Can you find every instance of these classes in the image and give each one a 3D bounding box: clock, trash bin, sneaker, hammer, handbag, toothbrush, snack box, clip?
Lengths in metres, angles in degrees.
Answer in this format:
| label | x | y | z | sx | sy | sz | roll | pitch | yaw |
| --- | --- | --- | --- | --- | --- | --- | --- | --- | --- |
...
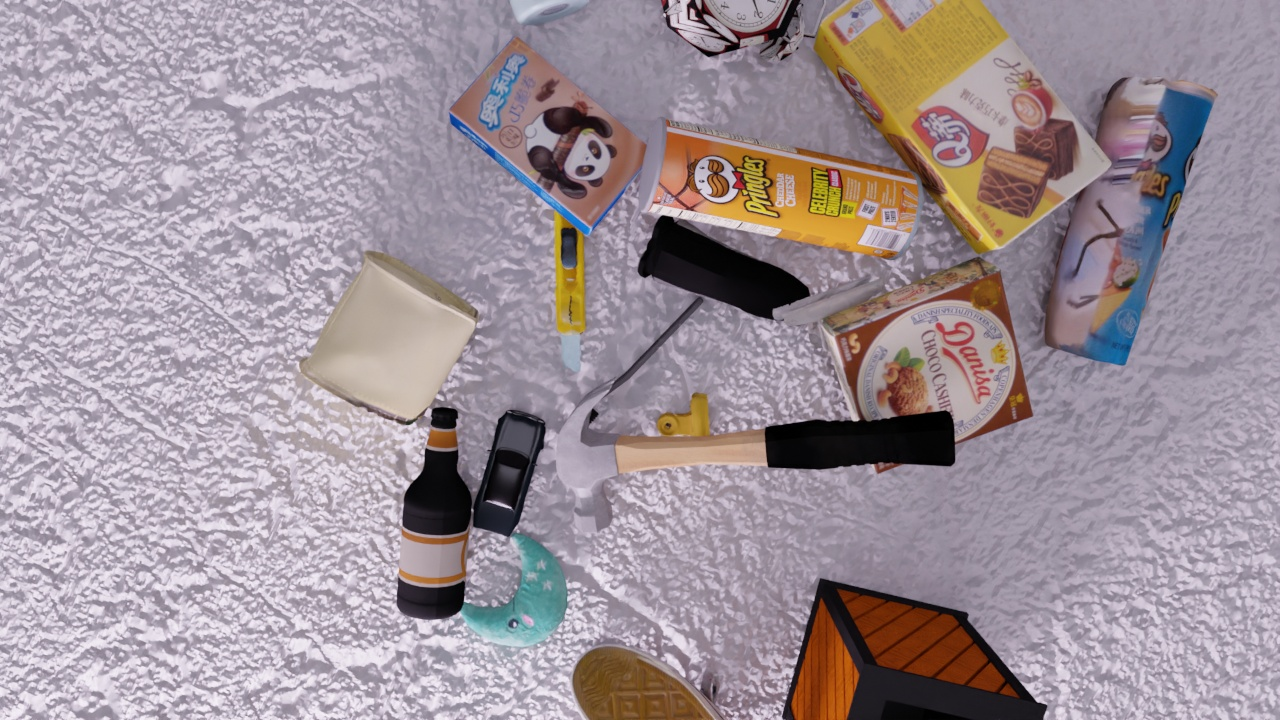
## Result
| label | x | y | z | sx | sy | sz | roll | pitch | yaw |
| --- | --- | --- | --- | --- | --- | --- | --- | --- | --- |
| clock | 0.085 | -0.303 | 0.743 | 0.154 | 0.065 | 0.115 | 1 | 98 | -29 |
| trash bin | 0.216 | 0.294 | 0.767 | 0.139 | 0.171 | 0.140 | 13 | 97 | -1 |
| sneaker | 0.046 | 0.339 | 0.820 | 0.241 | 0.088 | 0.118 | 34 | 85 | 20 |
| hammer | 0.090 | 0.073 | 0.769 | 0.328 | 0.039 | 0.131 | -4 | 107 | 12 |
| handbag | -0.212 | -0.016 | 0.781 | 0.111 | 0.081 | 0.119 | 31 | 95 | -11 |
| toothbrush | -0.005 | 0.005 | 0.811 | 0.013 | 0.013 | 0.167 | 43 | 96 | -13 |
| snack box | 0.243 | 0.006 | 0.775 | 0.147 | 0.041 | 0.143 | -21 | 114 | 3 |
| clip | 0.042 | 0.056 | 0.816 | 0.049 | 0.044 | 0.054 | 3 | 102 | 43 |
| snack box | 0.252 | -0.207 | 0.739 | 0.110 | 0.061 | 0.230 | -38 | 87 | 4 |
| clip | 0.160 | -0.036 | 0.795 | 0.101 | 0.050 | 0.058 | -19 | 126 | -17 |
| snack box | -0.074 | -0.186 | 0.766 | 0.151 | 0.034 | 0.087 | 39 | 81 | -4 |

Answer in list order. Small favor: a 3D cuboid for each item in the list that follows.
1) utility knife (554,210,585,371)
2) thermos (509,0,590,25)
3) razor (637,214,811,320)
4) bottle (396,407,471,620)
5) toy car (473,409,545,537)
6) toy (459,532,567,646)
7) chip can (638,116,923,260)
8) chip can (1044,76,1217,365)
| label | x | y | z | sx | sy | sz | roll | pitch | yaw |
| --- | --- | --- | --- | --- | --- | --- | --- | --- | --- |
| utility knife | -0.060 | -0.079 | 0.801 | 0.030 | 0.017 | 0.179 | 1 | 101 | 9 |
| thermos | -0.102 | -0.380 | 0.730 | 0.065 | 0.078 | 0.207 | -17 | 99 | 7 |
| razor | 0.077 | -0.071 | 0.779 | 0.156 | 0.060 | 0.057 | 22 | 102 | -6 |
| bottle | -0.179 | 0.132 | 0.807 | 0.059 | 0.059 | 0.182 | 6 | 98 | 0 |
| toy car | -0.117 | 0.101 | 0.815 | 0.046 | 0.034 | 0.112 | 17 | 97 | -2 |
| toy | -0.110 | 0.217 | 0.833 | 0.085 | 0.033 | 0.105 | 39 | 98 | 6 |
| chip can | 0.111 | -0.137 | 0.741 | 0.215 | 0.075 | 0.075 | 9 | 98 | -11 |
| chip can | 0.398 | -0.114 | 0.760 | 0.080 | 0.079 | 0.229 | 14 | 98 | -1 |
